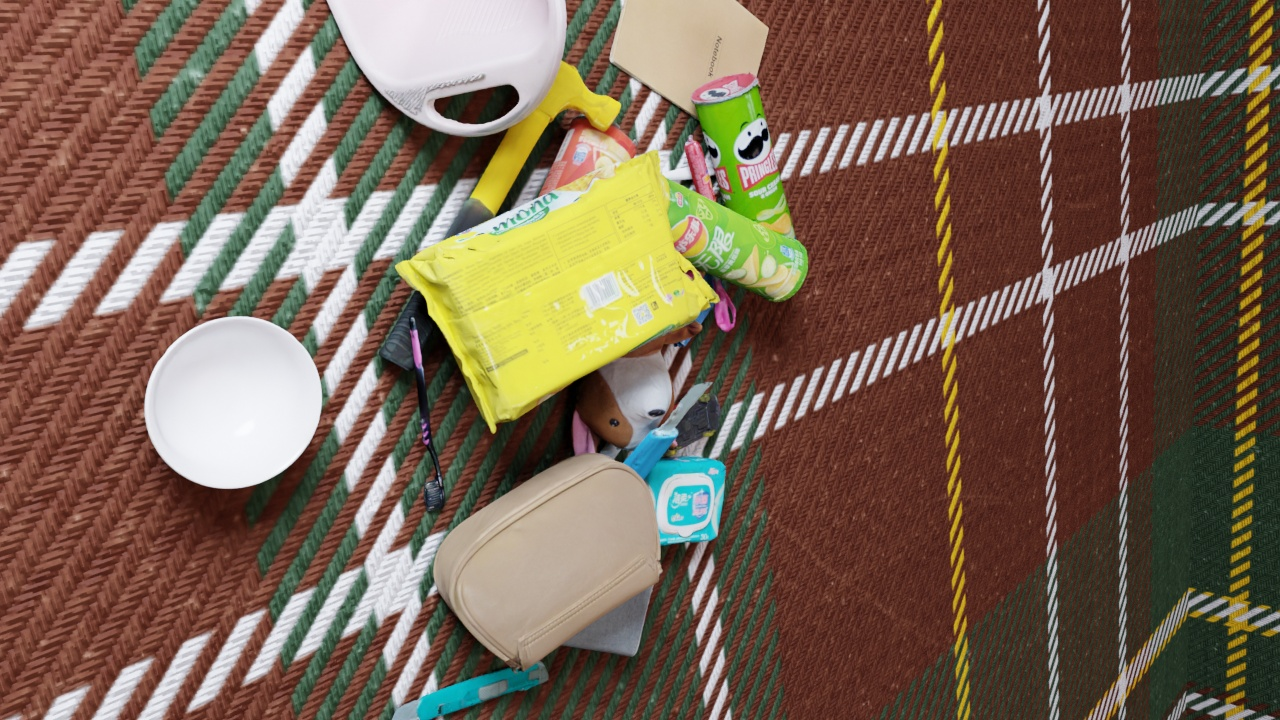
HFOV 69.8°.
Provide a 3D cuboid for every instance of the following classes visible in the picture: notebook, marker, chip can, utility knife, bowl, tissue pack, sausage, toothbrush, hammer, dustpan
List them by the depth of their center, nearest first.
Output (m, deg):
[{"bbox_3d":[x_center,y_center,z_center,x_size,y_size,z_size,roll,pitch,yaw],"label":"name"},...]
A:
[{"bbox_3d":[-0.157,-0.299,0.635,0.273,0.223,0.138,47,52,-45],"label":"dustpan"},{"bbox_3d":[-0.296,0.027,0.650,0.118,0.065,0.118,-6,99,-44],"label":"bowl"},{"bbox_3d":[-0.183,0.049,0.769,0.017,0.014,0.189,-20,124,-32],"label":"toothbrush"},{"bbox_3d":[-0.136,-0.129,0.781,0.128,0.033,0.300,29,81,-12],"label":"hammer"},{"bbox_3d":[-0.072,-0.116,0.841,0.073,0.073,0.216,33,72,-41],"label":"chip can"},{"bbox_3d":[-0.154,0.311,0.857,0.175,0.013,0.029,-2,95,-44],"label":"utility knife"},{"bbox_3d":[0.010,0.086,0.881,0.034,0.219,0.018,7,48,-30],"label":"utility knife"},{"bbox_3d":[0.078,-0.120,0.920,0.221,0.073,0.072,18,83,-39],"label":"chip can"},{"bbox_3d":[-0.022,0.082,0.952,0.130,0.018,0.023,-51,151,-26],"label":"marker"},{"bbox_3d":[0.026,-0.193,0.965,0.179,0.016,0.016,-20,113,-43],"label":"toothbrush"},{"bbox_3d":[0.058,-0.340,0.980,0.207,0.008,0.147,20,82,-43],"label":"notebook"},{"bbox_3d":[0.032,0.151,0.988,0.133,0.050,0.093,3,94,-43],"label":"tissue pack"},{"bbox_3d":[0.073,-0.172,0.996,0.020,0.020,0.156,-42,130,-32],"label":"sausage"},{"bbox_3d":[0.122,-0.189,1.004,0.072,0.072,0.236,-43,127,-32],"label":"chip can"}]

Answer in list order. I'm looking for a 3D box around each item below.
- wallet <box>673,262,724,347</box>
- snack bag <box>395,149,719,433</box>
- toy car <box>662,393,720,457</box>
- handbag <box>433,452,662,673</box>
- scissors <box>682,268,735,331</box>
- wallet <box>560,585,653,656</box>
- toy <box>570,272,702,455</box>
[{"bbox_3d":[0.035,-0.095,0.971,0.106,0.040,0.133,-53,127,-31],"label":"wallet"},{"bbox_3d":[-0.058,-0.059,0.761,0.246,0.068,0.158,-29,105,-21],"label":"snack bag"},{"bbox_3d":[0.048,0.068,1.006,0.106,0.031,0.049,-21,110,-39],"label":"toy car"},{"bbox_3d":[-0.081,0.179,0.841,0.204,0.100,0.148,-29,107,-20],"label":"handbag"},{"bbox_3d":[0.076,-0.093,0.980,0.133,0.017,0.134,-22,97,-53],"label":"scissors"},{"bbox_3d":[-0.050,0.238,0.929,0.129,0.037,0.106,20,80,-31],"label":"wallet"},{"bbox_3d":[-0.005,0.005,0.887,0.140,0.130,0.200,-2,113,-23],"label":"toy"}]
